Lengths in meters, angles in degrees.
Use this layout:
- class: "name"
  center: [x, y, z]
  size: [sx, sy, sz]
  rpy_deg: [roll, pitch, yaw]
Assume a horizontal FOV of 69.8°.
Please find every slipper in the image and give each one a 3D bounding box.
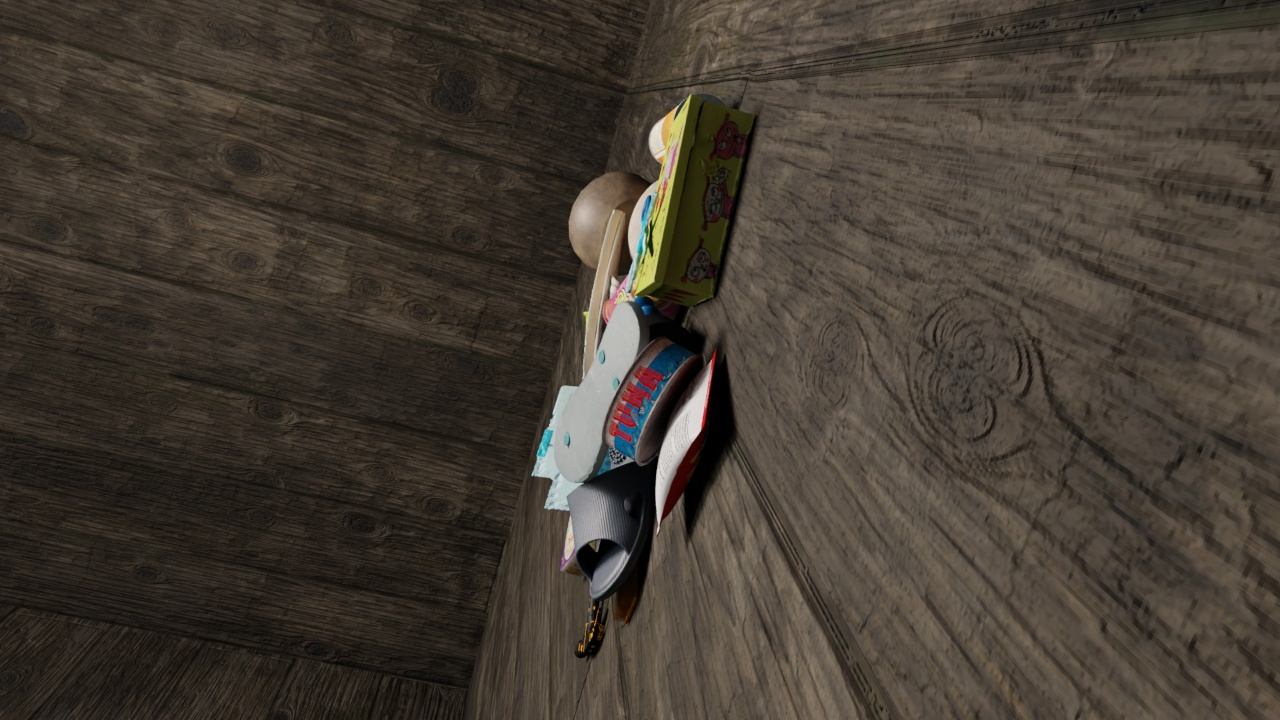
- class: "slipper"
  center: [-0.038, 0.153, 1.101]
  size: [0.101, 0.082, 0.262]
  rpy_deg: [-38, 32, 42]
- class: "slipper"
  center: [-0.041, -0.084, 1.299]
  size: [0.114, 0.054, 0.272]
  rpy_deg: [69, -153, -73]
- class: "slipper"
  center: [-0.031, 0.048, 1.022]
  size: [0.270, 0.054, 0.098]
  rpy_deg: [-63, 37, 42]

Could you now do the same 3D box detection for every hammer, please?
- class: "hammer"
  center: [-0.054, 0.247, 1.281]
  size: [0.124, 0.036, 0.319]
  rpy_deg: [119, 160, -56]

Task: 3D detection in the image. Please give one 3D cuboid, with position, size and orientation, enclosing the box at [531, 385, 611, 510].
- class: "box"
  center: [-0.062, 0.113, 1.295]
  size: [0.170, 0.086, 0.226]
  rpy_deg: [-25, 35, 37]

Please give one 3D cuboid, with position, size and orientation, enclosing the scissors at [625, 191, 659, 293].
- class: "scissors"
  center: [0.003, -0.149, 1.099]
  size: [0.139, 0.011, 0.134]
  rpy_deg: [-85, 9, -50]

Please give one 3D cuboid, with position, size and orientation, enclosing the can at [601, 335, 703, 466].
- class: "can"
  center: [0.014, 0.042, 0.947]
  size: [0.129, 0.044, 0.130]
  rpy_deg: [-53, -18, -26]

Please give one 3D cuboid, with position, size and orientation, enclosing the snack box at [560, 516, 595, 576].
- class: "snack box"
  center: [-0.080, 0.243, 1.407]
  size: [0.144, 0.040, 0.147]
  rpy_deg: [122, 160, -63]

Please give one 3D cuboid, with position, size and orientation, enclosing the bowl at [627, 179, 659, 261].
- class: "bowl"
  center: [0.027, -0.188, 1.287]
  size: [0.178, 0.081, 0.178]
  rpy_deg: [-166, 91, -80]

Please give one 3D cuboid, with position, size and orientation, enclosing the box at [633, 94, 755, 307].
- class: "box"
  center: [0.059, -0.178, 1.071]
  size: [0.124, 0.083, 0.221]
  rpy_deg: [172, 112, -81]

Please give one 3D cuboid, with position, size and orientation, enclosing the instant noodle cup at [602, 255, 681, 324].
- class: "instant noodle cup"
  center: [0.016, -0.087, 1.185]
  size: [0.097, 0.097, 0.109]
  rpy_deg: [-87, 22, -49]

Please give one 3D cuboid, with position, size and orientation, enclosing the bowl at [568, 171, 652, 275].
- class: "bowl"
  center: [-0.024, -0.205, 1.417]
  size: [0.070, 0.162, 0.162]
  rpy_deg: [40, 119, 52]

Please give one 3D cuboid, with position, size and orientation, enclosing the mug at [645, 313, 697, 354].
- class: "mug"
  center: [0.018, 0.006, 1.061]
  size: [0.088, 0.078, 0.113]
  rpy_deg: [-130, 46, -79]

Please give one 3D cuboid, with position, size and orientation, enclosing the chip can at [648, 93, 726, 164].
- class: "chip can"
  center: [0.063, -0.310, 1.252]
  size: [0.215, 0.075, 0.075]
  rpy_deg: [-135, 59, -79]

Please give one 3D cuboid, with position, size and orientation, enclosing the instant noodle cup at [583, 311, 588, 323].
- class: "instant noodle cup"
  center: [-0.047, -0.019, 1.459]
  size: [0.099, 0.099, 0.108]
  rpy_deg: [180, 96, -81]

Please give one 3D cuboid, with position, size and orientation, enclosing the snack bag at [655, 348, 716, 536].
- class: "snack bag"
  center: [0.043, 0.078, 0.899]
  size: [0.130, 0.039, 0.144]
  rpy_deg: [-74, 3, -57]

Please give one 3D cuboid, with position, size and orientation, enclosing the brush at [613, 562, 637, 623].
- class: "brush"
  center: [-0.017, 0.249, 1.090]
  size: [0.126, 0.017, 0.048]
  rpy_deg: [-90, 17, -57]

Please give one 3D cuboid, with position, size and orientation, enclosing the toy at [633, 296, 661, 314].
- class: "toy"
  center: [-0.007, 0.007, 1.151]
  size: [0.176, 0.071, 0.112]
  rpy_deg: [-68, 22, 16]

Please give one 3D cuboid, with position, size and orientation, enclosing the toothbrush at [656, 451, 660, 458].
- class: "toothbrush"
  center: [0.029, 0.115, 1.031]
  size: [0.135, 0.017, 0.022]
  rpy_deg: [-124, 49, -74]
